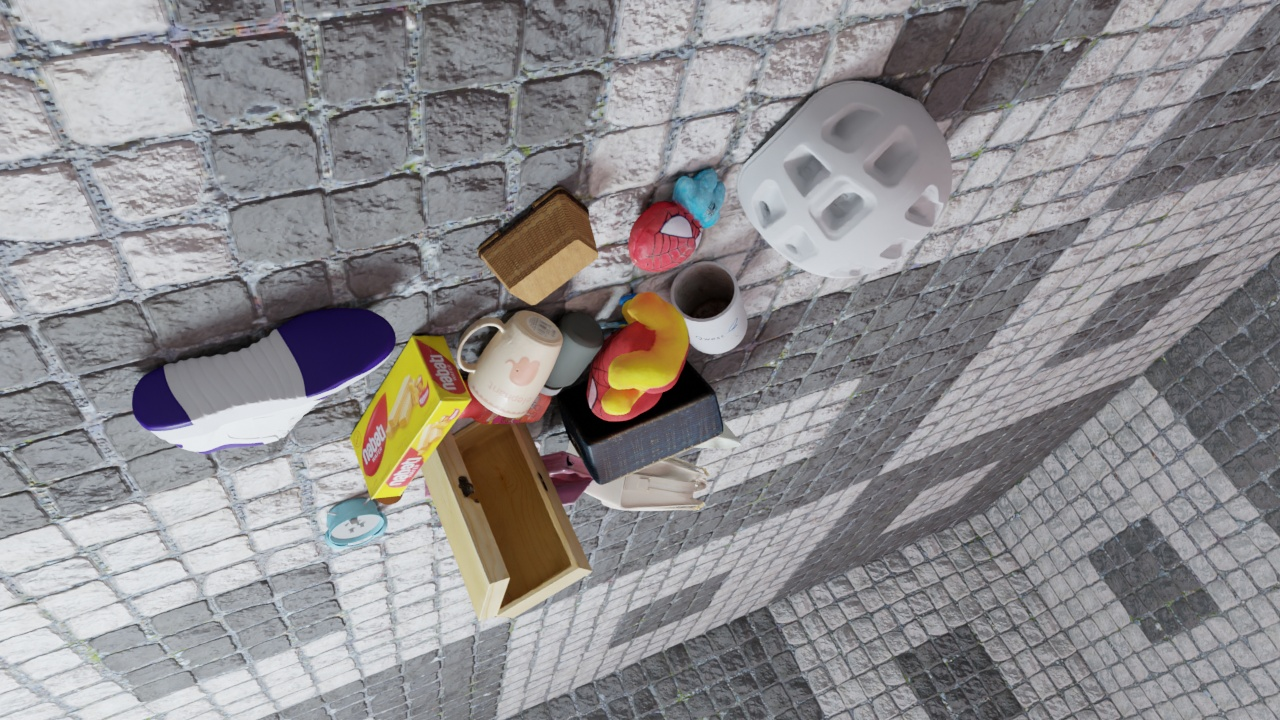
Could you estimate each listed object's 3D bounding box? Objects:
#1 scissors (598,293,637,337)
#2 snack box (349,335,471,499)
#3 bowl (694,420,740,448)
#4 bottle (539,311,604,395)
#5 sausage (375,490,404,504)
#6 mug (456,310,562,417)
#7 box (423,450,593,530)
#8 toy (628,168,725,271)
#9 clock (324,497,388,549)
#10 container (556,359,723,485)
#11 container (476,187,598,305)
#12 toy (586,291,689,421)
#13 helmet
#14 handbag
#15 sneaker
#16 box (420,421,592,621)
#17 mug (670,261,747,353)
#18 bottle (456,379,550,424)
[{"bbox_3d":[-0.012,-0.044,1.176,0.109,0.018,0.131,-30,152,10],"label":"scissors"},{"bbox_3d":[-0.267,0.067,1.047,0.042,0.092,0.201,-1,143,-43],"label":"snack box"},{"bbox_3d":[0.060,0.088,1.341,0.177,0.057,0.177,5,169,1],"label":"bowl"},{"bbox_3d":[-0.092,-0.006,1.116,0.060,0.060,0.109,-2,143,-41],"label":"bottle"},{"bbox_3d":[-0.315,0.136,1.184,0.040,0.040,0.156,-10,148,-32],"label":"sausage"},{"bbox_3d":[-0.153,-0.006,1.052,0.111,0.085,0.104,25,118,-23],"label":"mug"},{"bbox_3d":[-0.180,0.189,1.273,0.233,0.080,0.099,-13,158,20],"label":"box"},{"bbox_3d":[0.041,-0.148,0.994,0.133,0.062,0.092,-44,159,6],"label":"toy"},{"bbox_3d":[-0.395,0.233,1.276,0.087,0.042,0.123,-18,150,-19],"label":"clock"},{"bbox_3d":[-0.003,0.070,1.230,0.187,0.145,0.071,-22,123,-12],"label":"container"},{"bbox_3d":[-0.098,-0.110,0.924,0.114,0.061,0.063,-35,153,14],"label":"container"},{"bbox_3d":[-0.007,0.006,1.105,0.147,0.099,0.217,-65,-176,-19],"label":"toy"},{"bbox_3d":[0.249,-0.196,1.062,0.225,0.184,0.281,-35,173,23],"label":"helmet"},{"bbox_3d":[0.015,0.169,1.342,0.197,0.101,0.195,12,179,-32],"label":"handbag"},{"bbox_3d":[-0.356,0.032,0.910,0.244,0.091,0.111,-18,153,-10],"label":"sneaker"},{"bbox_3d":[-0.194,0.186,1.152,0.142,0.248,0.179,-42,150,26],"label":"box"},{"bbox_3d":[0.070,-0.060,1.156,0.120,0.083,0.096,-16,154,7],"label":"mug"},{"bbox_3d":[-0.180,0.048,1.141,0.134,0.048,0.072,2,132,-43],"label":"bottle"}]
